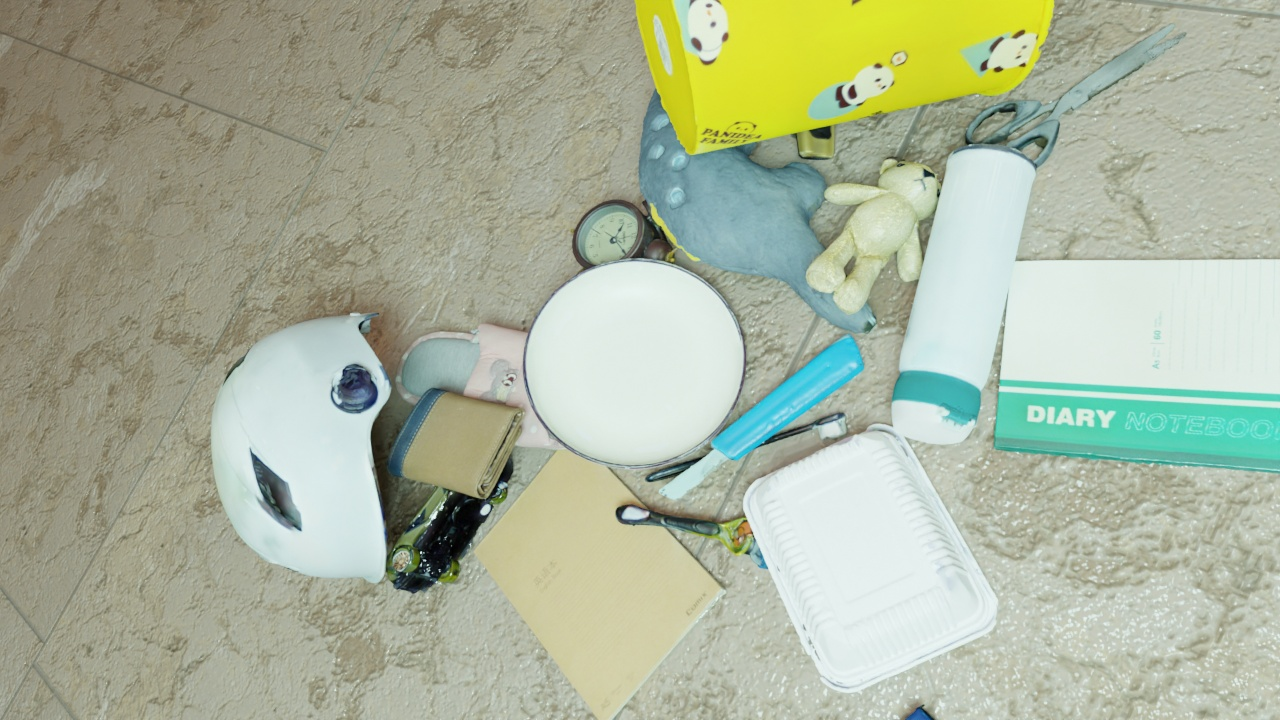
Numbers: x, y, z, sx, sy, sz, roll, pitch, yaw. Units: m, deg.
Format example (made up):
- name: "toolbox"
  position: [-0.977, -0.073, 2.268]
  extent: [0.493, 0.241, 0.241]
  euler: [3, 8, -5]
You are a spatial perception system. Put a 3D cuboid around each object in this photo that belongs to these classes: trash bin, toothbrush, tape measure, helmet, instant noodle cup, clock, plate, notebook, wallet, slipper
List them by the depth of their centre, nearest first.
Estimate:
- name: "tape measure"
  position: [0.192, 0.272, 0.618]
  extent: [0.054, 0.025, 0.058]
  euler: [-46, 52, 8]
- name: "notebook"
  position: [0.363, -0.001, 0.640]
  extent: [0.209, 0.012, 0.150]
  euler: [3, 73, 29]
- name: "instant noodle cup"
  position: [0.157, 0.133, 0.662]
  extent: [0.138, 0.060, 0.173]
  euler: [-27, 58, 7]
- name: "trash bin"
  position: [0.135, -0.281, 0.699]
  extent: [0.255, 0.230, 0.229]
  euler: [-18, 61, -2]
- name: "toothbrush"
  position: [0.084, 0.077, 0.762]
  extent: [0.181, 0.015, 0.018]
  euler: [-19, 72, 21]
- name: "notebook"
  position: [-0.044, 0.182, 0.794]
  extent: [0.149, 0.012, 0.211]
  euler: [-50, 55, 3]
- name: "plate"
  position: [-0.005, 0.005, 0.799]
  extent: [0.192, 0.039, 0.192]
  euler: [-1, 70, 3]
- name: "wallet"
  position: [-0.164, 0.072, 0.816]
  extent: [0.115, 0.033, 0.090]
  euler: [7, 62, 35]
- name: "helmet"
  position: [-0.311, 0.081, 0.834]
  extent: [0.230, 0.145, 0.258]
  euler: [113, 149, -46]
- name: "clock"
  position: [-0.009, -0.110, 0.863]
  extent: [0.122, 0.055, 0.082]
  euler: [-12, 65, 23]
- name: "slipper"
  position: [-0.140, 0.018, 0.881]
  extent: [0.275, 0.054, 0.114]
  euler: [11, 72, 34]

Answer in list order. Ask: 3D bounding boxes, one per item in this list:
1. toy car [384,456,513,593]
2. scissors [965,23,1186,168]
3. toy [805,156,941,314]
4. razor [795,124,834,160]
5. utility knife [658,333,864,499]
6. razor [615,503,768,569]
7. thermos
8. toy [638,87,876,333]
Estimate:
- name: "toy car"
  position: [-0.175, 0.146, 0.847]
  extent: [0.042, 0.070, 0.158]
  euler: [32, 86, 36]
- name: "scissors"
  position: [0.349, -0.203, 0.728]
  extent: [0.173, 0.014, 0.142]
  euler: [1, 68, 28]
- name: "toy"
  position: [0.187, -0.101, 0.726]
  extent: [0.105, 0.066, 0.157]
  euler: [40, 65, 2]
- name: "razor"
  position: [0.156, -0.257, 0.830]
  extent: [0.062, 0.068, 0.167]
  euler: [2, 75, -9]
- name: "utility knife"
  position: [0.098, 0.050, 0.747]
  extent: [0.202, 0.018, 0.034]
  euler: [-37, 58, 2]
- name: "razor"
  position: [0.043, 0.135, 0.746]
  extent: [0.143, 0.022, 0.042]
  euler: [7, 72, 22]
- name: "thermos"
  position: [0.240, -0.048, 0.695]
  extent: [0.073, 0.073, 0.224]
  euler: [10, 76, 32]
- name: "toy"
  position: [0.074, -0.153, 0.802]
  extent: [0.137, 0.092, 0.356]
  euler: [-19, 61, -22]
